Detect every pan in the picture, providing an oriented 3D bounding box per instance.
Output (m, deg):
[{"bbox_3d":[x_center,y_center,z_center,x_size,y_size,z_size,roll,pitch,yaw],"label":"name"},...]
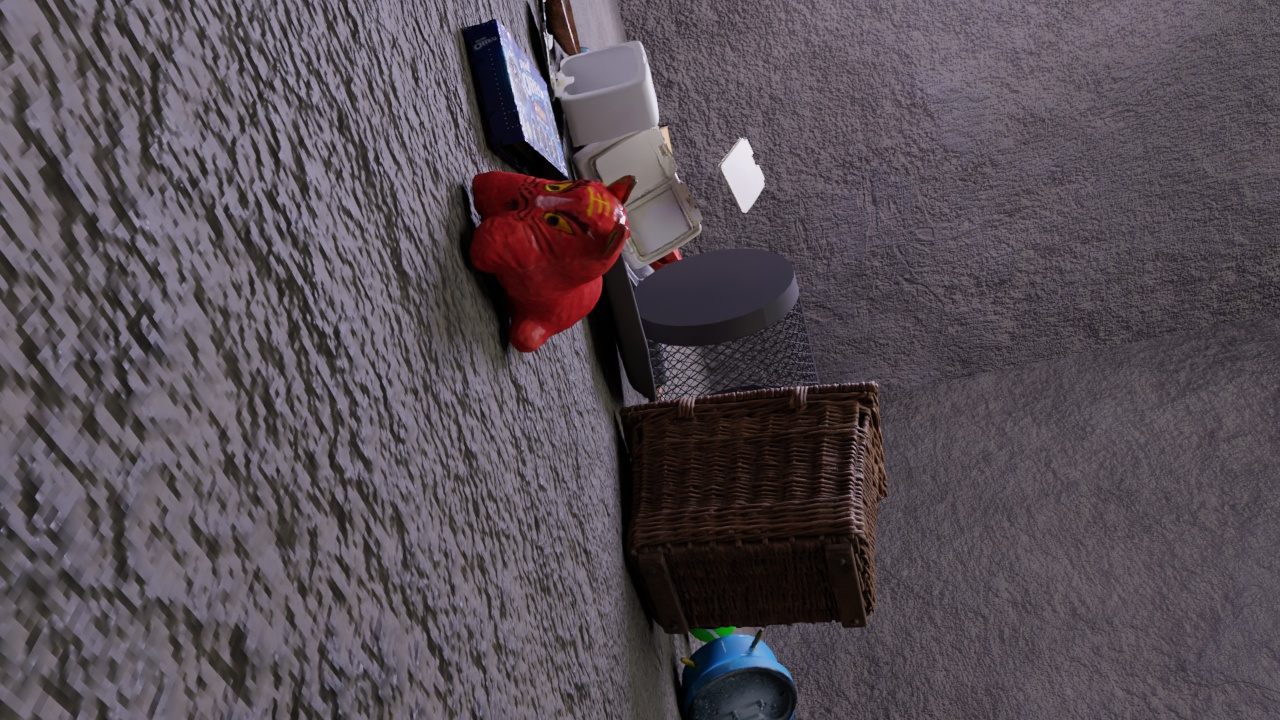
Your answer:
[{"bbox_3d":[-0.006,0.006,0.967,0.216,0.024,0.355,-111,-174,-66],"label":"pan"},{"bbox_3d":[-0.010,-0.091,1.148,0.357,0.055,0.187,77,6,-57],"label":"pan"}]

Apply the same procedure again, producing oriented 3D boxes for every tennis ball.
[{"bbox_3d":[0.085,0.306,1.106,0.065,0.065,0.065,-11,89,-84],"label":"tennis ball"}]

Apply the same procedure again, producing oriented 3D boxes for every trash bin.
[{"bbox_3d":[0.104,0.011,1.087,0.217,0.218,0.227,-91,168,-60],"label":"trash bin"}]

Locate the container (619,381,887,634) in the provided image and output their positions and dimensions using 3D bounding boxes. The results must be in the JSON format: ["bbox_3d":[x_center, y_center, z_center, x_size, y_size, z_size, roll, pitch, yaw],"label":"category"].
[{"bbox_3d":[0.105,0.145,0.855,0.182,0.250,0.162,-81,159,-48],"label":"container"}]

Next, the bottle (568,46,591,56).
[{"bbox_3d":[-0.069,-0.333,1.066,0.129,0.040,0.040,-93,169,-57],"label":"bottle"}]

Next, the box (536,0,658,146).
[{"bbox_3d":[-0.054,-0.306,0.928,0.108,0.121,0.137,-96,173,-49],"label":"box"}]

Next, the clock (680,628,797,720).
[{"bbox_3d":[0.101,0.354,0.954,0.060,0.117,0.161,-115,-172,-58],"label":"clock"}]

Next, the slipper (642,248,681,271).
[{"bbox_3d":[0.011,-0.202,1.479,0.249,0.059,0.103,60,9,-13],"label":"slipper"}]

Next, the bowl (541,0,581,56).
[{"bbox_3d":[-0.093,-0.387,1.013,0.102,0.026,0.114,-8,85,-85],"label":"bowl"}]

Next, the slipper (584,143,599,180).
[{"bbox_3d":[-0.034,-0.278,1.074,0.221,0.056,0.107,-72,176,-50],"label":"slipper"}]

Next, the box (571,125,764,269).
[{"bbox_3d":[0.040,-0.193,0.974,0.143,0.186,0.070,59,0,-28],"label":"box"}]

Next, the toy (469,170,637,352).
[{"bbox_3d":[-0.038,-0.051,0.534,0.133,0.094,0.088,70,10,-62],"label":"toy"}]

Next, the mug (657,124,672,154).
[{"bbox_3d":[-0.008,-0.284,1.335,0.124,0.100,0.094,10,-62,52],"label":"mug"}]

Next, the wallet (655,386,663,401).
[{"bbox_3d":[0.028,0.055,1.327,0.087,0.013,0.120,63,16,-69],"label":"wallet"}]

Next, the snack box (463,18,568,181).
[{"bbox_3d":[-0.085,-0.179,0.658,0.150,0.027,0.082,-19,97,-84],"label":"snack box"}]
